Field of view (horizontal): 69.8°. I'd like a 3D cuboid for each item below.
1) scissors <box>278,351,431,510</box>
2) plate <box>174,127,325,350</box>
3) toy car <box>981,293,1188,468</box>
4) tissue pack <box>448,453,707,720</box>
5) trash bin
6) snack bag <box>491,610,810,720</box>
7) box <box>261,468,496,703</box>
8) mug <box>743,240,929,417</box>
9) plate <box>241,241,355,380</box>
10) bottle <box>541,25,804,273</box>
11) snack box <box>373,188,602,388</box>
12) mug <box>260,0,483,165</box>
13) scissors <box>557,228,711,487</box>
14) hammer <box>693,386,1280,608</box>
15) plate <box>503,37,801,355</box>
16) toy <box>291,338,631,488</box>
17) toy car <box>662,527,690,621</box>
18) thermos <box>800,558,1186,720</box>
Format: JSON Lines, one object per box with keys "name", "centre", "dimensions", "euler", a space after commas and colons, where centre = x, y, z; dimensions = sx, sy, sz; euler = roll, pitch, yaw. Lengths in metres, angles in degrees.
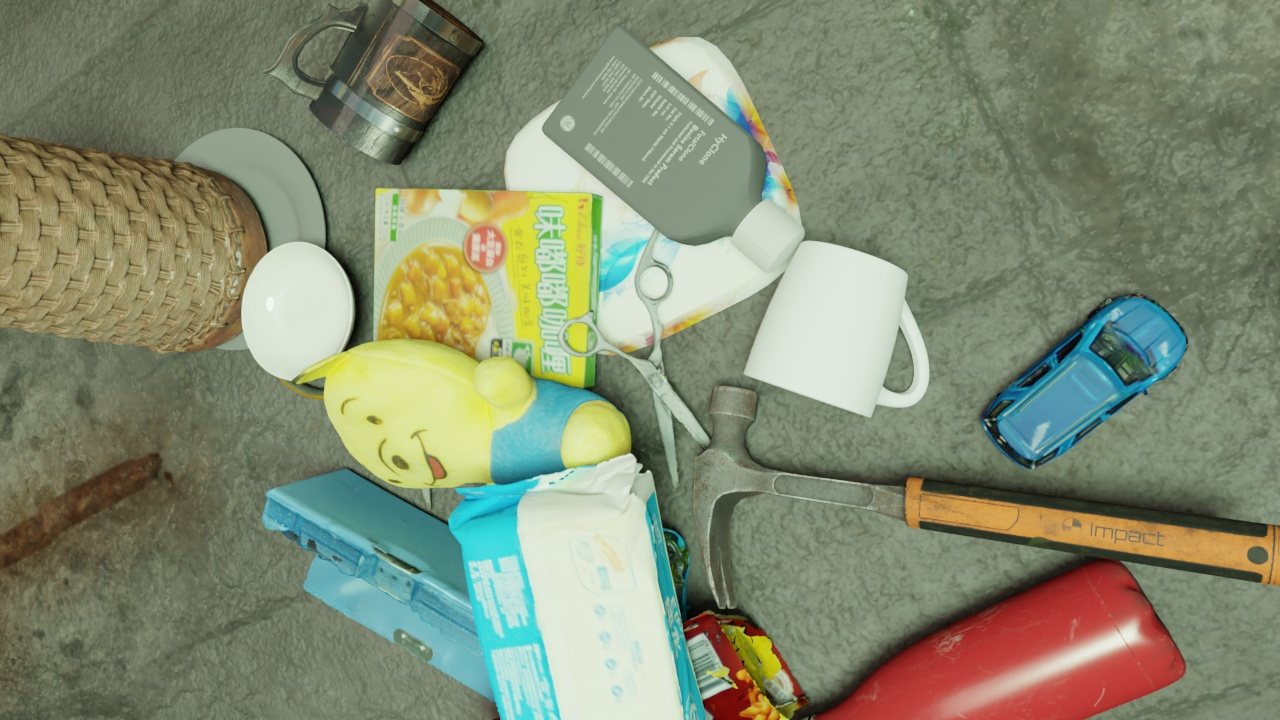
{"name": "scissors", "centre": [-0.193, 0.003, 0.698], "dimensions": [0.229, 0.016, 0.225], "euler": [-3, 92, 19]}
{"name": "plate", "centre": [-0.327, -0.098, 0.744], "dimensions": [0.179, 0.012, 0.178], "euler": [0, 92, 19]}
{"name": "toy car", "centre": [0.255, 0.014, 0.527], "dimensions": [0.120, 0.043, 0.056], "euler": [-44, 78, 15]}
{"name": "tissue pack", "centre": [-0.031, 0.164, 0.529], "dimensions": [0.117, 0.066, 0.209], "euler": [-11, 93, 14]}
{"name": "trash bin", "centre": [-0.397, -0.079, 0.650], "dimensions": [0.151, 0.209, 0.151], "euler": [1, 92, 20]}
{"name": "snack bag", "centre": [-0.005, 0.244, 0.599], "dimensions": [0.208, 0.066, 0.139], "euler": [-36, 116, 14]}
{"name": "box", "centre": [-0.164, 0.179, 0.656], "dimensions": [0.232, 0.094, 0.112], "euler": [24, 102, 17]}
{"name": "mug", "centre": [0.130, -0.015, 0.560], "dimensions": [0.114, 0.081, 0.087], "euler": [19, 91, -13]}
{"name": "plate", "centre": [-0.253, -0.037, 0.694], "dimensions": [0.104, 0.026, 0.104], "euler": [0, 89, 22]}
{"name": "bottle", "centre": [0.028, -0.123, 0.582], "dimensions": [0.174, 0.046, 0.084], "euler": [43, 104, 13]}
{"name": "snack box", "centre": [-0.111, -0.052, 0.643], "dimensions": [0.168, 0.027, 0.132], "euler": [5, 95, 18]}
{"name": "mug", "centre": [-0.187, -0.211, 0.641], "dimensions": [0.107, 0.115, 0.080], "euler": [-52, 42, 14]}
{"name": "scissors", "centre": [0.017, -0.001, 0.610], "dimensions": [0.141, 0.014, 0.147], "euler": [31, 90, -8]}
{"name": "hammer", "centre": [0.175, 0.097, 0.521], "dimensions": [0.315, 0.035, 0.137], "euler": [5, 79, 29]}
{"name": "plate", "centre": [0.000, -0.111, 0.627], "dimensions": [0.187, 0.016, 0.187], "euler": [-26, 83, 18]}
{"name": "toy", "centre": [-0.107, 0.047, 0.609], "dimensions": [0.214, 0.083, 0.149], "euler": [14, 138, 8]}
{"name": "toy car", "centre": [0.010, 0.160, 0.623], "dimensions": [0.048, 0.032, 0.105], "euler": [3, 106, 16]}
{"name": "thermos", "centre": [0.185, 0.197, 0.541], "dimensions": [0.240, 0.073, 0.073], "euler": [-31, 81, 17]}
